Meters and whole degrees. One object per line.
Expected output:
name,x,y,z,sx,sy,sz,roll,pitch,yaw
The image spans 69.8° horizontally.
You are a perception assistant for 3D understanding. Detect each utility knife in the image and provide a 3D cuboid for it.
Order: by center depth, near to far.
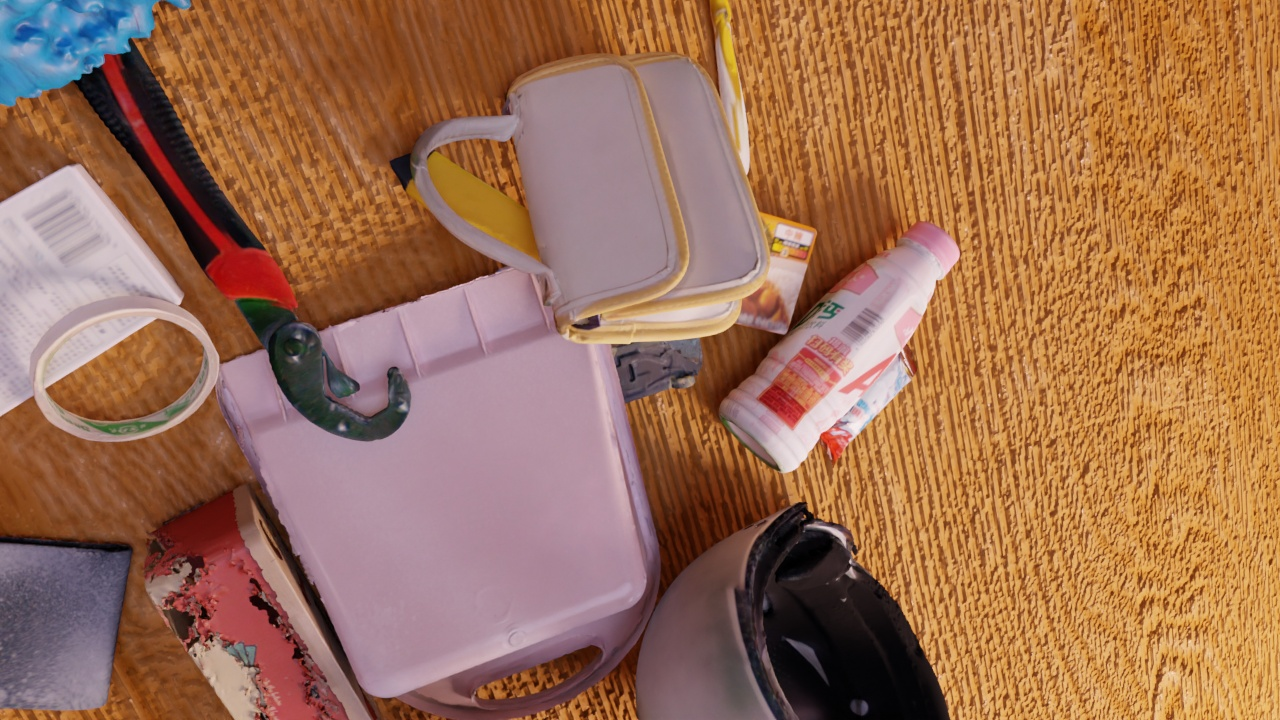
utility knife,-0.052,-0.059,0.523,0.209,0.015,0.033,33,73,0

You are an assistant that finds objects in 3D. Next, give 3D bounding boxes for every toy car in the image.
toy car,-0.004,0.003,0.593,0.090,0.034,0.043,-18,107,-15

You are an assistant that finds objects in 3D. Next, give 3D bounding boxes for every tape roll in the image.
tape roll,-0.267,0.006,0.478,0.085,0.014,0.086,-25,140,-23

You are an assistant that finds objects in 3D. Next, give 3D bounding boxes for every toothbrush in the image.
toothbrush,0.053,-0.208,0.569,0.016,0.018,0.191,-15,109,-16

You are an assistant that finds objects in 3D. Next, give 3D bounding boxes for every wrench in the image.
wrench,-0.215,-0.068,0.475,0.056,0.016,0.273,-36,103,-7

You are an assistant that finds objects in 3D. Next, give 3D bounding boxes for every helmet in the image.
helmet,0.092,0.227,0.606,0.157,0.229,0.274,-24,146,22

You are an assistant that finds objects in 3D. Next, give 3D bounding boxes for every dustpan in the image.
dustpan,-0.105,0.097,0.574,0.222,0.139,0.273,-16,82,-6

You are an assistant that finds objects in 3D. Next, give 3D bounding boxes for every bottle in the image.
bottle,0.141,-0.014,0.631,0.196,0.068,0.068,-47,115,-8

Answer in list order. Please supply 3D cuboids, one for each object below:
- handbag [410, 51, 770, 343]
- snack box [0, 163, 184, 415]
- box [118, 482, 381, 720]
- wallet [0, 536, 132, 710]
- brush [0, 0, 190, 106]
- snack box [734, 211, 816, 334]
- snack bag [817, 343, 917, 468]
handbag,-0.031,-0.091,0.501,0.178,0.063,0.163,-8,68,-17
snack box,-0.325,-0.022,0.461,0.156,0.027,0.085,-35,114,-10
box,-0.215,0.164,0.518,0.075,0.091,0.168,-29,112,-18
wallet,-0.351,0.142,0.500,0.120,0.019,0.097,10,98,-22
brush,-0.346,-0.142,0.400,0.314,0.061,0.109,-37,78,-13
snack box,0.037,-0.068,0.595,0.153,0.026,0.075,11,99,-24
snack bag,0.165,0.028,0.673,0.104,0.026,0.048,-43,127,-6
